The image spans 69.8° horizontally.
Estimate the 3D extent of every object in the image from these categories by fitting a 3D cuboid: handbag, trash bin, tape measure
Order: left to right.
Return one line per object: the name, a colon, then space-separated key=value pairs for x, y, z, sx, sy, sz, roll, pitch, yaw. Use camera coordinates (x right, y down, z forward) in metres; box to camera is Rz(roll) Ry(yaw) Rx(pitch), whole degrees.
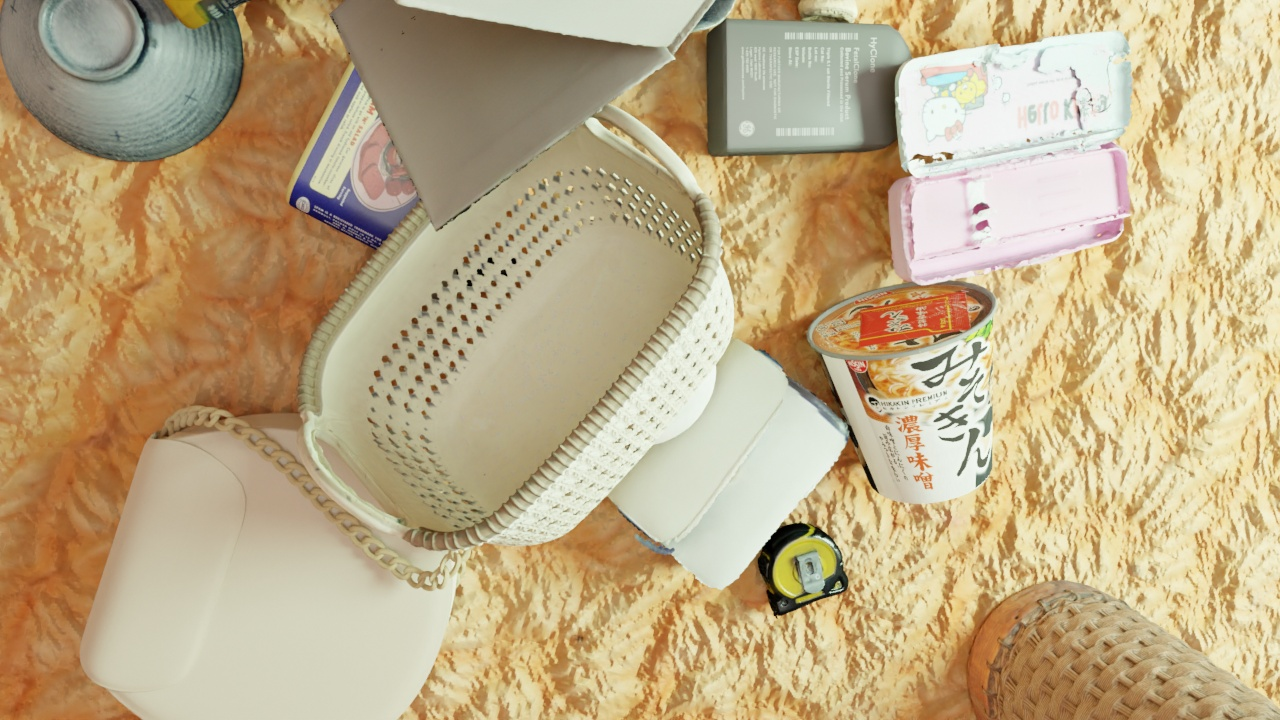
handbag: x=-0.223 y=0.142 z=0.576 sx=0.208 sy=0.103 sz=0.210 roll=19 pitch=93 yaw=-9
handbag: x=0.033 y=0.049 z=0.626 sx=0.176 sy=0.074 sz=0.151 roll=41 pitch=90 yaw=-4
tape measure: x=0.119 y=0.152 z=0.676 sx=0.061 sy=0.034 sz=0.061 roll=-21 pitch=100 yaw=-8
trash bin: x=0.352 y=0.265 z=0.647 sx=0.151 sy=0.210 sz=0.151 roll=-2 pitch=99 yaw=-10

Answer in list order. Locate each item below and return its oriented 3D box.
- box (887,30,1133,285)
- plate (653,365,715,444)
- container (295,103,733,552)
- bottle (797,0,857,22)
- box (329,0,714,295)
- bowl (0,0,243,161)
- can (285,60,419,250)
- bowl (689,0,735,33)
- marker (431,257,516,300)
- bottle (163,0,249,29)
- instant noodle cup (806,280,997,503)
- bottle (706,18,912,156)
box: x=0.258 y=-0.141 z=0.636 sx=0.201 sy=0.038 sz=0.152 roll=-13 pitch=103 yaw=-20
plate: x=-0.004 y=0.004 z=0.602 sx=0.104 sy=0.026 sz=0.104 roll=-2 pitch=80 yaw=13
container: x=-0.061 y=-0.010 z=0.527 sx=0.184 sy=0.143 sz=0.246 roll=41 pitch=89 yaw=28
bottle: x=0.127 y=-0.280 z=0.608 sx=0.044 sy=0.044 sz=0.109 roll=1 pitch=99 yaw=-11
box: x=-0.095 y=-0.160 z=0.537 sx=0.173 sy=0.423 sz=0.167 roll=-20 pitch=71 yaw=-23
bowl: x=-0.309 y=-0.187 z=0.532 sx=0.137 sy=0.057 sz=0.137 roll=-2 pitch=99 yaw=-11
can: x=-0.152 y=-0.124 z=0.572 sx=0.092 sy=0.056 sz=0.116 roll=28 pitch=93 yaw=-12
bowl: x=0.009 y=-0.255 z=0.582 sx=0.110 sy=0.055 sz=0.110 roll=-2 pitch=99 yaw=-11
marker: x=-0.143 y=-0.044 z=0.603 sx=0.138 sy=0.022 sz=0.016 roll=-20 pitch=105 yaw=-8
bottle: x=-0.185 y=-0.253 z=0.513 sx=0.186 sy=0.053 sz=0.053 roll=-31 pitch=103 yaw=-5
instant noodle cup: x=0.189 y=0.024 z=0.634 sx=0.123 sy=0.123 sz=0.122 roll=-20 pitch=111 yaw=-7
bottle: x=0.134 y=-0.183 z=0.621 sx=0.173 sy=0.046 sz=0.084 roll=-3 pitch=99 yaw=-10
